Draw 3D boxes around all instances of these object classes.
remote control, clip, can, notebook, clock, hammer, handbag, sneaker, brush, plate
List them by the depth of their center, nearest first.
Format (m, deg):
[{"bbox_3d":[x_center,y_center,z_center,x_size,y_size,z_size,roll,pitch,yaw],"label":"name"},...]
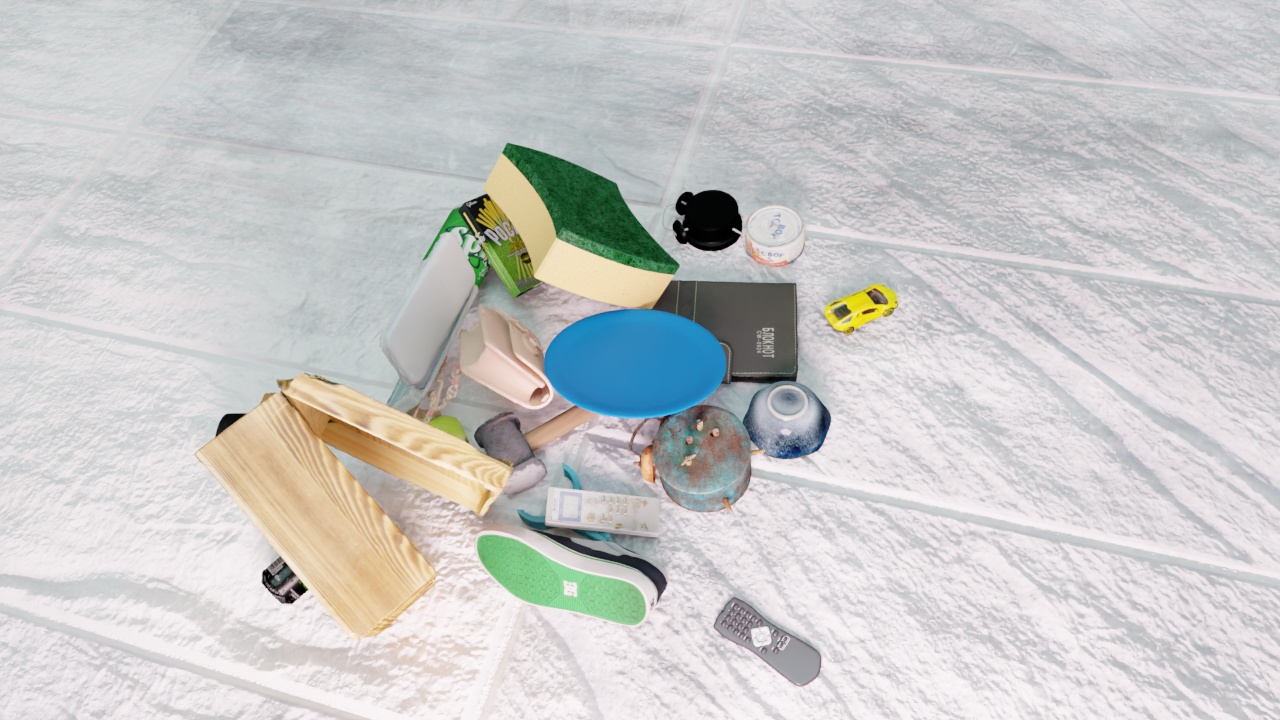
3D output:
[{"bbox_3d":[0.141,0.309,1.006,0.124,0.009,0.046,29,64,24],"label":"remote control"},{"bbox_3d":[-0.080,0.235,1.055,0.236,0.084,0.078,12,22,24],"label":"sneaker"},{"bbox_3d":[-0.044,0.180,1.091,0.135,0.011,0.050,7,46,-7],"label":"remote control"},{"bbox_3d":[-0.386,0.229,1.099,0.054,0.054,0.137,36,66,27],"label":"can"},{"bbox_3d":[0.060,0.111,1.115,0.158,0.073,0.121,21,61,21],"label":"clock"},{"bbox_3d":[-0.087,0.173,1.121,0.121,0.033,0.119,2,52,8],"label":"clip"},{"bbox_3d":[-0.007,0.007,1.139,0.224,0.024,0.223,0,37,0],"label":"plate"},{"bbox_3d":[-0.054,0.055,1.171,0.328,0.052,0.098,-29,57,-9],"label":"hammer"},{"bbox_3d":[-0.205,0.034,1.192,0.187,0.116,0.198,-50,23,10],"label":"handbag"},{"bbox_3d":[0.107,-0.040,1.242,0.209,0.029,0.169,0,56,9],"label":"notebook"},{"bbox_3d":[-0.083,-0.183,1.248,0.194,0.075,0.250,12,32,-40],"label":"brush"},{"bbox_3d":[0.193,-0.180,1.317,0.086,0.043,0.086,-4,56,6],"label":"can"},{"bbox_3d":[-0.258,-0.155,1.328,0.088,0.088,0.139,12,58,15],"label":"can"},{"bbox_3d":[0.092,-0.208,1.348,0.121,0.043,0.091,4,56,10],"label":"clock"}]

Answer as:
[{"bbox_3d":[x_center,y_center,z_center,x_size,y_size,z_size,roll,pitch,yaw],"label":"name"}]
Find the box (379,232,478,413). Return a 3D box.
[{"bbox_3d":[-0.269,-0.042,1.182,0.084,0.186,0.210,21,51,-3],"label":"box"}]

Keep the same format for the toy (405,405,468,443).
[{"bbox_3d":[-0.279,0.098,1.183,0.092,0.046,0.115,-40,53,-21],"label":"toy"}]

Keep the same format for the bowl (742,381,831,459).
[{"bbox_3d":[0.182,0.065,1.143,0.110,0.055,0.110,-4,56,5],"label":"bowl"}]

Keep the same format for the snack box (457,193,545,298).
[{"bbox_3d":[-0.185,-0.170,1.307,0.080,0.025,0.147,-32,90,-37],"label":"snack box"}]

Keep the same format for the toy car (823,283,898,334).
[{"bbox_3d":[0.299,-0.073,1.239,0.106,0.030,0.049,-24,55,-11],"label":"toy car"}]

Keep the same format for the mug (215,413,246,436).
[{"bbox_3d":[-0.481,0.128,1.174,0.100,0.085,0.119,3,85,-6],"label":"mug"}]

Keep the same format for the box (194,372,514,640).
[{"bbox_3d":[-0.292,0.128,0.975,0.220,0.280,0.258,-43,87,-18],"label":"box"}]
